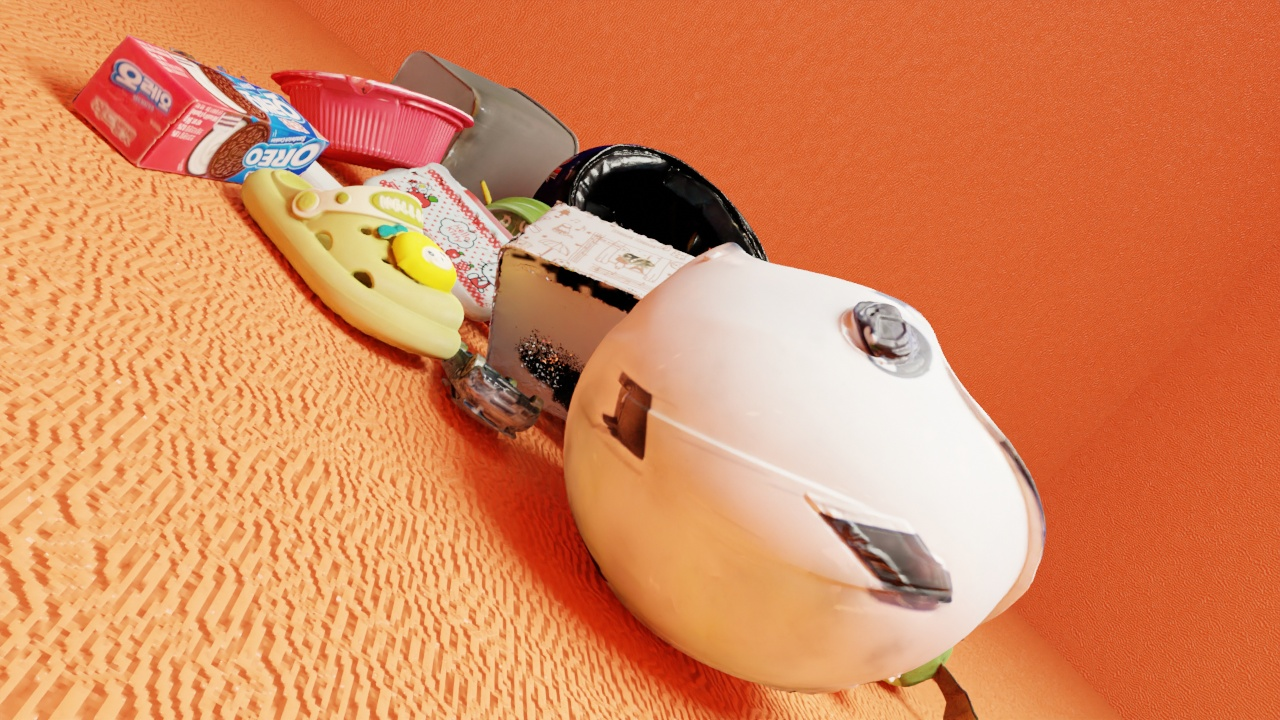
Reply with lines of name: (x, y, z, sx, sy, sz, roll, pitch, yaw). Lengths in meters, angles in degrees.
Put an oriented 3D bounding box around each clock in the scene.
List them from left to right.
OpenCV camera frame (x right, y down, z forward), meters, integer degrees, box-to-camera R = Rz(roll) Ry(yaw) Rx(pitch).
clock: (-0.114, -0.090, 0.891, 0.161, 0.116, 0.056, 38, 18, 9)

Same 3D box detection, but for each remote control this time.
remote control: (-0.262, -0.138, 0.765, 0.135, 0.019, 0.056, 43, 7, 11)

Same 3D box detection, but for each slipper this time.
slipper: (-0.180, -0.079, 0.593, 0.190, 0.082, 0.091, 41, 9, 20)

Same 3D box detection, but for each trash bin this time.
trash bin: (-0.243, -0.304, 1.294, 0.199, 0.199, 0.219, 42, 14, 24)

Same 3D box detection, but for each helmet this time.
helmet: (0.000, -0.113, 1.143, 0.315, 0.246, 0.241, 43, -19, -3)
helmet: (0.057, 0.074, 0.481, 0.259, 0.230, 0.145, 39, 47, 24)

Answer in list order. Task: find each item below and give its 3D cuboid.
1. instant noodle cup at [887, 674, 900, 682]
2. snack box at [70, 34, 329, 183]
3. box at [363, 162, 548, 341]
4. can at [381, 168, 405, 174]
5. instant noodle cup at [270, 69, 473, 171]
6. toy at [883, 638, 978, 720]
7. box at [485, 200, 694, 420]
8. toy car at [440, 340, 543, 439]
instant noodle cup: (0.120, 0.150, 0.683, 0.173, 0.060, 0.138, 61, 7, -7)
snack box: (-0.284, -0.159, 0.621, 0.058, 0.057, 0.207, 43, 6, -3)
box: (-0.163, -0.087, 0.794, 0.101, 0.095, 0.201, -10, 46, -45)
can: (-0.222, -0.158, 0.948, 0.058, 0.058, 0.146, 42, 7, 6)
instant noodle cup: (-0.264, -0.226, 0.900, 0.194, 0.066, 0.194, 10, 4, -1)
toy: (0.210, 0.214, 0.817, 0.227, 0.090, 0.246, 67, -9, -24)
box: (-0.011, 0.013, 0.698, 0.179, 0.130, 0.273, 24, -26, 13)
toy car: (-0.101, 0.019, 0.595, 0.054, 0.037, 0.121, 37, -2, -21)
